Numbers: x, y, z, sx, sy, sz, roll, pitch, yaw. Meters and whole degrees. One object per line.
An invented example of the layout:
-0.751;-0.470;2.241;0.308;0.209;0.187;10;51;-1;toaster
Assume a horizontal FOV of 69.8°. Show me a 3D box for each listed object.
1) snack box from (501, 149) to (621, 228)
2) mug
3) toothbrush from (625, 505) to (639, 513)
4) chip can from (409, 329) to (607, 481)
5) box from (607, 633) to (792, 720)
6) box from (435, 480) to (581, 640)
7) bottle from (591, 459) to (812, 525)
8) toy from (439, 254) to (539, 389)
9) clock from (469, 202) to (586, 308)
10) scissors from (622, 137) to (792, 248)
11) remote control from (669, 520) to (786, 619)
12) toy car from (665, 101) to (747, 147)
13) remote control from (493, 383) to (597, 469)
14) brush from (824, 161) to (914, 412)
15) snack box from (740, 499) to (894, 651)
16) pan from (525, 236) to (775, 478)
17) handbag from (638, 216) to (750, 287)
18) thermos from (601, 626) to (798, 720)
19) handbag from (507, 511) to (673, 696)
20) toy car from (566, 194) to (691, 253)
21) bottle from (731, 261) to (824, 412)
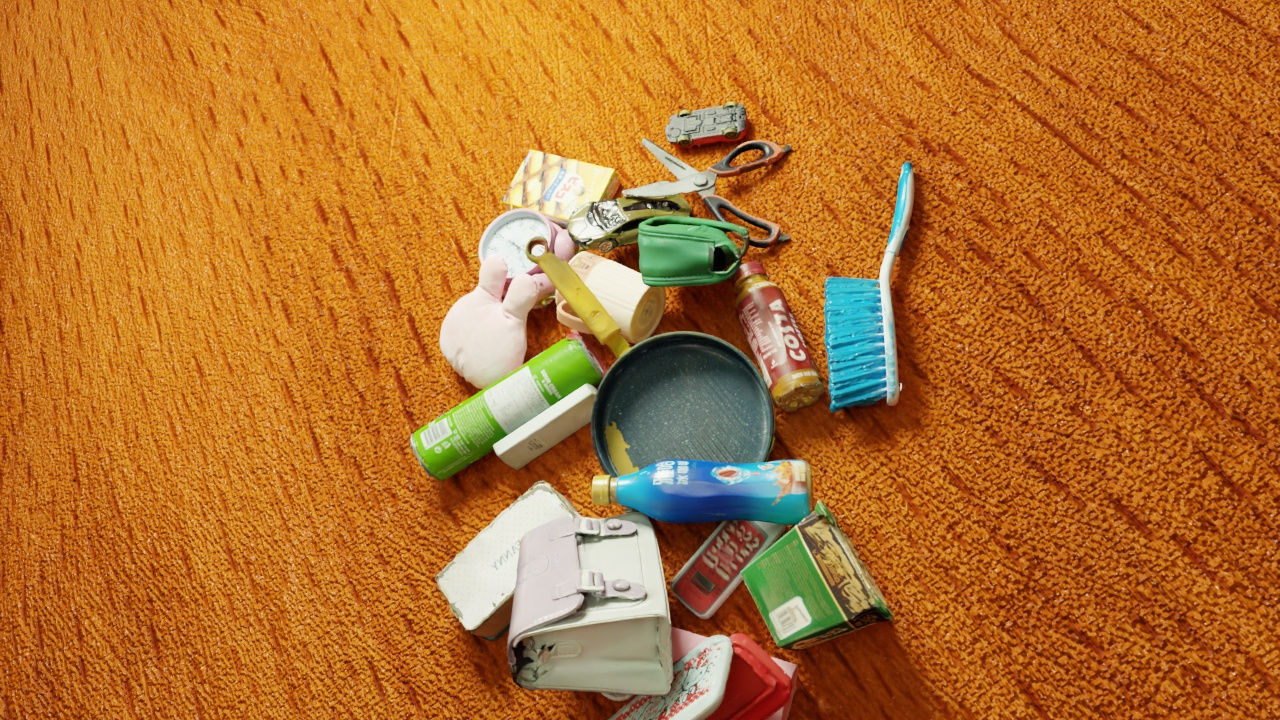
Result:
-0.105;-0.222;1.209;0.140;0.034;0.086;20;75;24;snack box
-0.042;-0.067;1.077;0.106;0.082;0.114;24;40;25;mug
-0.007;0.234;0.979;0.017;0.012;0.185;-8;64;16;toothbrush
-0.153;0.053;1.077;0.236;0.072;0.072;-32;60;4;chip can
0.033;0.332;0.814;0.095;0.101;0.202;44;119;4;box
-0.140;0.223;1.004;0.184;0.062;0.090;-42;60;0;box
0.061;0.132;0.920;0.219;0.065;0.065;-1;66;6;bottle
-0.182;-0.045;1.120;0.121;0.054;0.160;36;108;18;toy
-0.135;-0.127;1.160;0.158;0.060;0.117;32;81;27;clock
0.090;-0.210;1.117;0.222;0.015;0.188;-14;68;-6;scissors
0.091;0.203;0.954;0.056;0.020;0.136;39;84;30;remote control
0.085;-0.300;1.177;0.106;0.031;0.049;-5;65;16;toy car
-0.102;0.076;1.058;0.135;0.056;0.019;-34;60;3;remote control
0.256;-0.088;1.014;0.109;0.060;0.313;-3;63;12;brush
0.163;0.216;0.870;0.106;0.117;0.118;-32;62;7;snack box
-0.006;0.006;0.996;0.197;0.078;0.357;-40;75;1;pan
0.060;-0.126;1.038;0.120;0.131;0.068;0;104;11;handbag
0.047;0.309;0.892;0.199;0.067;0.087;10;94;18;thermos
-0.049;0.222;0.863;0.145;0.197;0.098;-7;106;-3;handbag
-0.013;-0.172;1.122;0.158;0.042;0.070;-14;55;-19;toy car
0.147;-0.030;1.019;0.057;0.057;0.174;-23;61;8;bottle
